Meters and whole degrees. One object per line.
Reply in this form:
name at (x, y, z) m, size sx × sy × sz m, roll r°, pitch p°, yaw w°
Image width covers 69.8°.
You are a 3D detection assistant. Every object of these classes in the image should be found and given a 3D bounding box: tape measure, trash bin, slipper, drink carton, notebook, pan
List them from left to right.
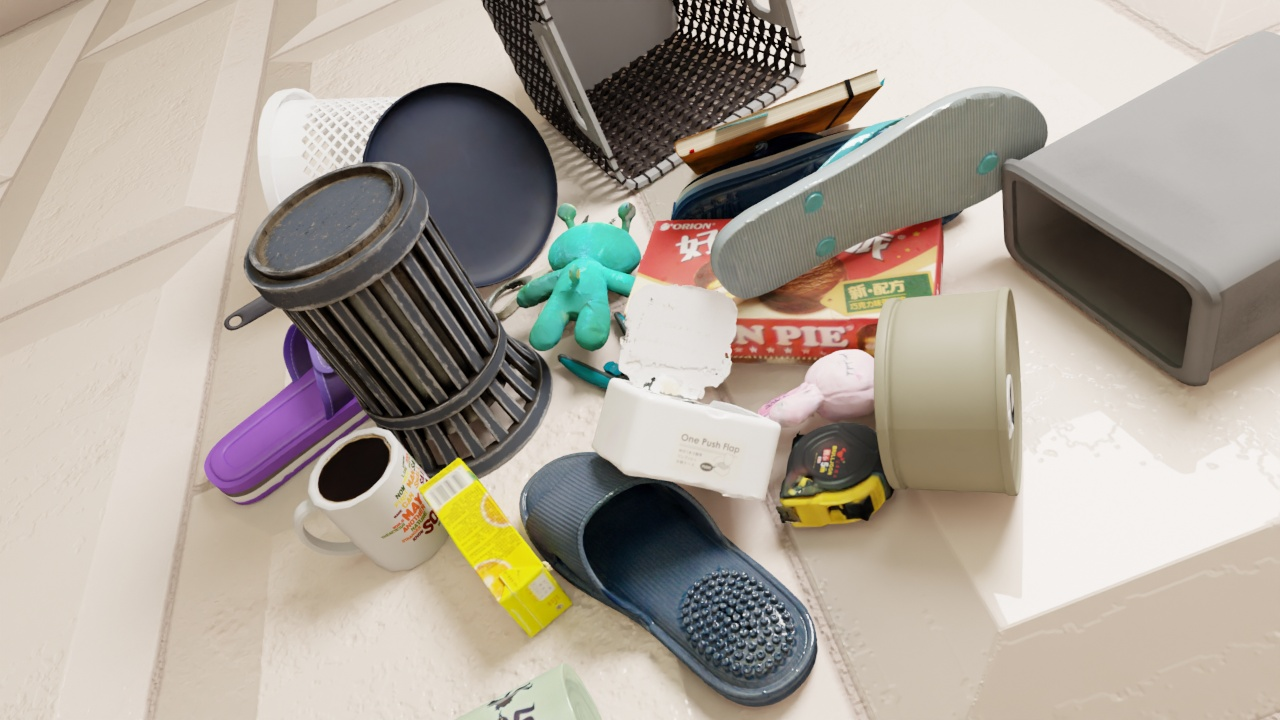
slipper at (-0.303, 0.010, 0.858) m, size 0.266 × 0.084 × 0.107 m, roll -44°, pitch 46°, yaw -18°
trash bin at (-0.266, -0.205, 0.988) m, size 0.200 × 0.196 × 0.195 m, roll -6°, pitch 46°, yaw 7°
pan at (-0.230, -0.127, 0.864) m, size 0.355 × 0.199 × 0.021 m, roll -38°, pitch 19°, yaw -26°
trash bin at (-0.191, -0.030, 0.737) m, size 0.164 × 0.227 × 0.164 m, roll -13°, pitch 45°, yaw 13°
drink carton at (-0.105, 0.133, 0.665) m, size 0.043 × 0.058 × 0.134 m, roll -38°, pitch 45°, yaw -12°
slipper at (0.005, 0.119, 0.610) m, size 0.101 × 0.082 × 0.264 m, roll -42°, pitch 46°, yaw -19°
notebook at (0.124, -0.204, 0.801) m, size 0.178 × 0.014 × 0.249 m, roll -18°, pitch 6°, yaw 9°
slipper at (0.148, -0.153, 0.784) m, size 0.253 × 0.105 × 0.095 m, roll -10°, pitch 42°, yaw 16°
tape measure at (0.133, 0.077, 0.618) m, size 0.072 × 0.042 × 0.071 m, roll -5°, pitch 41°, yaw 27°
slipper at (0.167, -0.134, 0.670) m, size 0.268 × 0.098 × 0.054 m, roll -25°, pitch 47°, yaw -4°
trash bin at (0.402, -0.113, 0.632) m, size 0.220 × 0.098 × 0.191 m, roll -29°, pitch 43°, yaw -4°

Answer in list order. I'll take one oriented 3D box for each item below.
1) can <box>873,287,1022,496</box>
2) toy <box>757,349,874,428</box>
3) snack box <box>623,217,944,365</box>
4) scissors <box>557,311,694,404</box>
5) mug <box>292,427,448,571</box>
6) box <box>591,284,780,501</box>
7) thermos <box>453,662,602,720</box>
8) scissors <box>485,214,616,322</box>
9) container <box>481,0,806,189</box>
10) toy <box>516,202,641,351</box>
can at (0.197, 0.020, 0.579) m, size 0.073 × 0.128 × 0.127 m, roll -2°, pitch 48°, yaw 26°
toy at (0.135, 0.022, 0.654) m, size 0.110 × 0.047 × 0.063 m, roll -23°, pitch 4°, yaw -11°
snack box at (0.115, -0.056, 0.728) m, size 0.237 × 0.060 × 0.113 m, roll 2°, pitch 50°, yaw 21°
scissors at (-0.011, 0.006, 0.771) m, size 0.157 × 0.019 × 0.124 m, roll 1°, pitch 51°, yaw 24°
mug at (-0.212, 0.115, 0.710) m, size 0.105 × 0.090 × 0.073 m, roll -29°, pitch 43°, yaw -3°
box at (0.036, 0.012, 0.635) m, size 0.128 × 0.108 × 0.137 m, roll -155°, pitch 81°, yaw -73°
thermos at (-0.132, 0.263, 0.539) m, size 0.231 × 0.082 × 0.082 m, roll -28°, pitch 43°, yaw -1°
scissors at (-0.087, -0.084, 0.897) m, size 0.162 × 0.012 × 0.158 m, roll -19°, pitch 45°, yaw 7°
container at (-0.016, -0.376, 0.978) m, size 0.245 × 0.247 × 0.243 m, roll -35°, pitch 40°, yaw -9°
toy at (-0.049, -0.079, 0.817) m, size 0.131 × 0.072 × 0.192 m, roll 0°, pitch 41°, yaw 10°
